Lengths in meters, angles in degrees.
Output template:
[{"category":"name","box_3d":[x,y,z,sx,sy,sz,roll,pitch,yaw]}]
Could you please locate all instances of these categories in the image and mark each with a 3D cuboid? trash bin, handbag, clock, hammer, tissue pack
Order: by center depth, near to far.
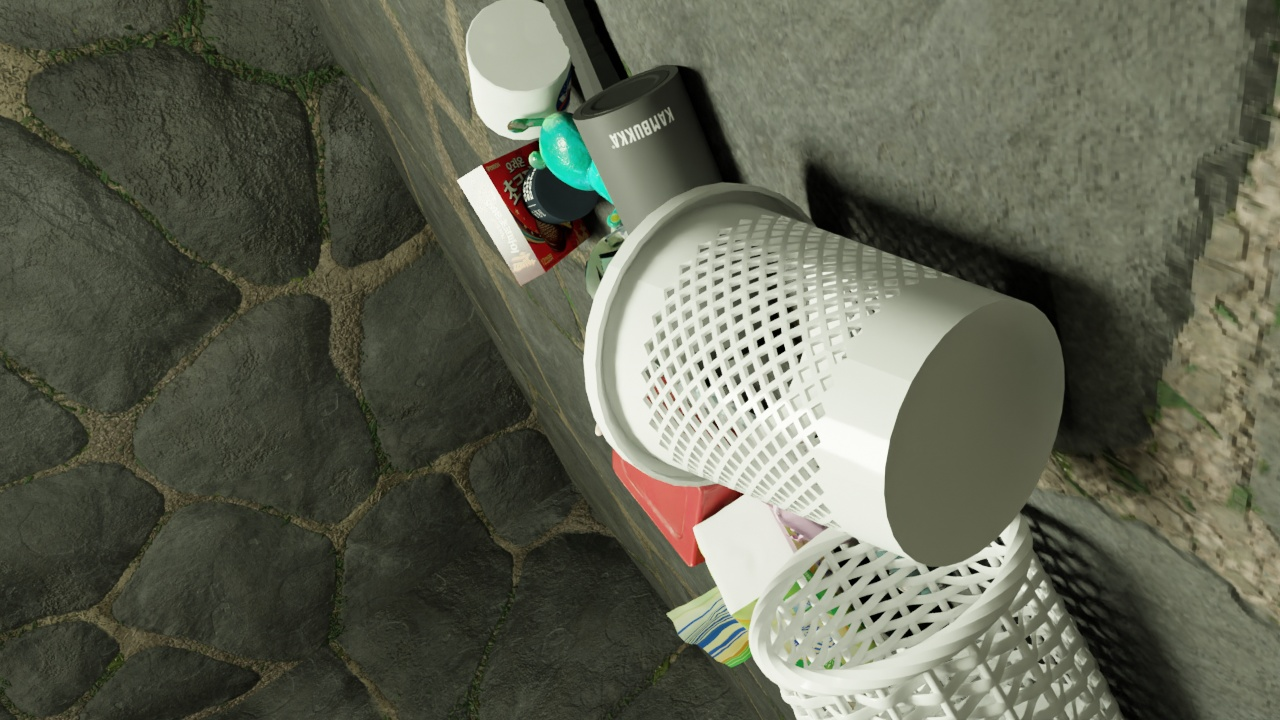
[{"category":"trash bin","box_3d":[0.104,0.010,0.509,0.200,0.195,0.195,25,147,52]},{"category":"hammer","box_3d":[-0.087,-0.337,0.685,0.131,0.039,0.328,35,156,58]},{"category":"clock","box_3d":[0.230,0.213,0.819,0.120,0.042,0.091,51,167,26]},{"category":"tissue pack","box_3d":[0.110,0.228,0.840,0.198,0.141,0.120,49,-170,-34]},{"category":"handbag","box_3d":[0.004,-0.066,0.866,0.151,0.074,0.175,45,-163,-53]}]

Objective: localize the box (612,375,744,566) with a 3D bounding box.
[{"category":"box","box_3d":[0.065,0.099,0.907,0.156,0.156,0.170,47,166,37]}]

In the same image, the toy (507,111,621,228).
[{"category":"toy","box_3d":[-0.035,-0.163,0.805,0.193,0.072,0.131,34,170,25]}]

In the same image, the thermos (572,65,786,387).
[{"category":"thermos","box_3d":[0.037,-0.094,0.704,0.082,0.082,0.240,36,156,60]}]

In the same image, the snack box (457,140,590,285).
[{"category":"snack box","box_3d":[-0.130,-0.175,1.067,0.132,0.036,0.151,60,-154,-12]}]

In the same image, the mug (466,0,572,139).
[{"category":"mug","box_3d":[-0.108,-0.276,0.831,0.090,0.091,0.121,116,154,-76]}]

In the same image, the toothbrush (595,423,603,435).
[{"category":"toothbrush","box_3d":[-0.006,0.006,0.957,0.016,0.180,0.018,10,146,28]}]

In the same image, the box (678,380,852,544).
[{"category":"box","box_3d":[0.119,0.082,0.765,0.153,0.067,0.201,58,-170,27]}]

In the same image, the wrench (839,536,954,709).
[{"category":"wrench","box_3d":[0.243,0.247,0.923,0.273,0.018,0.066,61,167,-11]}]

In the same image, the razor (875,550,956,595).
[{"category":"razor","box_3d":[0.200,0.131,0.741,0.142,0.052,0.047,59,174,42]}]

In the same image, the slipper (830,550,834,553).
[{"category":"slipper","box_3d":[0.157,0.195,1.052,0.115,0.052,0.263,61,164,-8]}]

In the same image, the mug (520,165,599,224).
[{"category":"mug","box_3d":[-0.088,-0.201,0.989,0.077,0.071,0.105,-163,68,-72]}]

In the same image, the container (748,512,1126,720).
[{"category":"container","box_3d":[0.198,0.212,0.599,0.187,0.189,0.189,58,168,-11]}]
